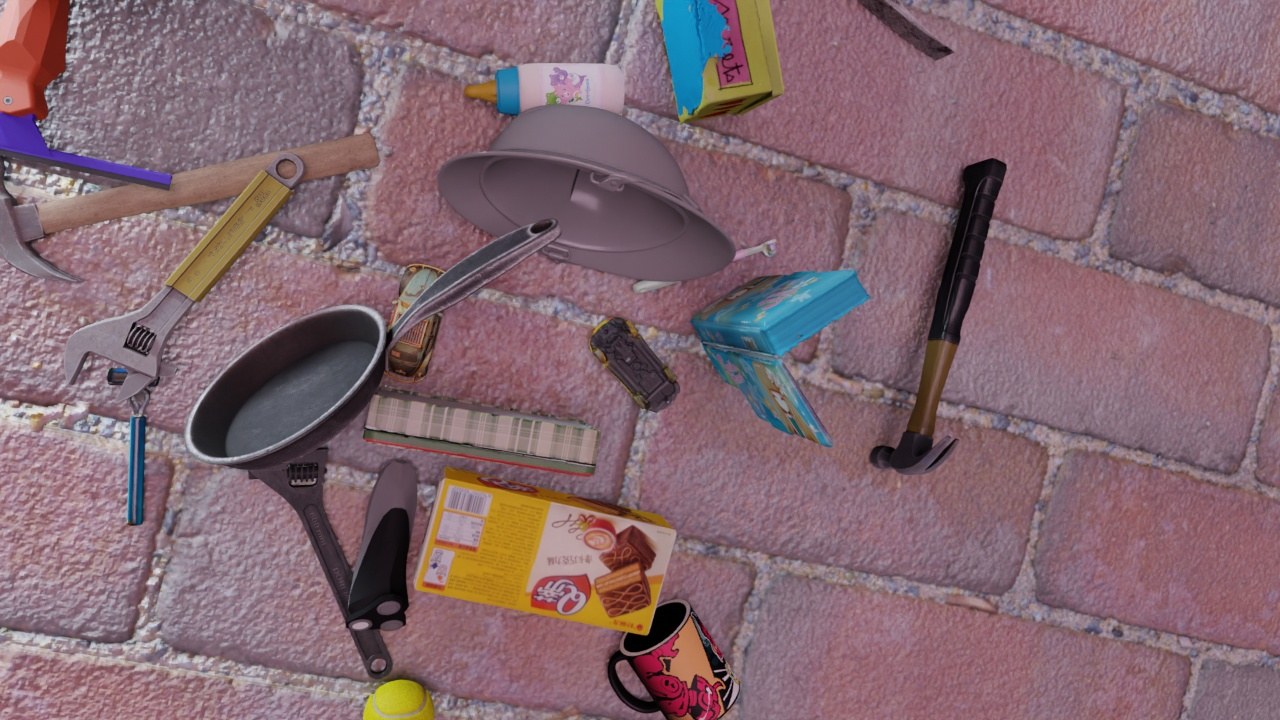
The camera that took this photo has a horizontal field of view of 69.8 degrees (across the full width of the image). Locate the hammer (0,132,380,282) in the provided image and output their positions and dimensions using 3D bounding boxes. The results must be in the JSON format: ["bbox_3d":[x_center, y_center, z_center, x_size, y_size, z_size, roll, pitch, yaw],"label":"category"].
[{"bbox_3d":[-0.399,-0.153,0.811,0.330,0.031,0.119,-15,99,-13],"label":"hammer"}]

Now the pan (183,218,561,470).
[{"bbox_3d":[-0.220,-0.019,0.770,0.357,0.187,0.055,-26,127,1],"label":"pan"}]

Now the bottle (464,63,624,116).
[{"bbox_3d":[-0.089,-0.249,0.850,0.146,0.051,0.051,-3,96,-11],"label":"bottle"}]

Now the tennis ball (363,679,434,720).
[{"bbox_3d":[-0.228,0.336,0.866,0.065,0.065,0.065,-1,95,-12],"label":"tennis ball"}]

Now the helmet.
[{"bbox_3d":[-0.037,-0.170,0.825,0.271,0.184,0.117,15,70,-17],"label":"helmet"}]

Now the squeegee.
[{"bbox_3d":[-0.503,-0.260,0.759,0.249,0.055,0.184,11,81,-9],"label":"squeegee"}]

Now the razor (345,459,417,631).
[{"bbox_3d":[-0.236,0.172,0.856,0.057,0.060,0.156,12,71,-33],"label":"razor"}]

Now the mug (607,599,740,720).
[{"bbox_3d":[0.024,0.310,0.917,0.118,0.081,0.098,-28,101,19],"label":"mug"}]

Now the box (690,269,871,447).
[{"bbox_3d":[0.135,-0.006,0.828,0.098,0.227,0.121,-30,99,-8],"label":"box"}]

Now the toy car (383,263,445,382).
[{"bbox_3d":[-0.208,-0.033,0.846,0.047,0.047,0.112,15,92,-10],"label":"toy car"}]

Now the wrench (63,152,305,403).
[{"bbox_3d":[-0.389,-0.076,0.796,0.083,0.018,0.273,39,86,-11],"label":"wrench"}]

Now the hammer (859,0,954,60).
[{"bbox_3d":[0.307,-0.481,0.921,0.217,0.037,0.300,38,86,-13],"label":"hammer"}]

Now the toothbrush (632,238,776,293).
[{"bbox_3d":[0.065,-0.093,0.915,0.154,0.015,0.022,-18,139,-10],"label":"toothbrush"}]

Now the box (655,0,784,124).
[{"bbox_3d":[0.062,-0.337,0.839,0.081,0.124,0.221,-15,96,-8],"label":"box"}]

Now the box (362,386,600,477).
[{"bbox_3d":[-0.144,0.065,0.834,0.205,0.118,0.049,9,91,-14],"label":"box"}]

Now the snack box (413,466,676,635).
[{"bbox_3d":[-0.092,0.184,0.883,0.230,0.062,0.110,15,91,-13],"label":"snack box"}]

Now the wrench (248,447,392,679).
[{"bbox_3d":[-0.294,0.179,0.861,0.073,0.018,0.273,-23,101,-18],"label":"wrench"}]

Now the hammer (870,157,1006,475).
[{"bbox_3d":[0.314,-0.044,0.933,0.025,0.118,0.333,17,86,-15],"label":"hammer"}]

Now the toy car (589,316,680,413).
[{"bbox_3d":[-0.005,0.005,0.901,0.049,0.030,0.107,-41,99,-7],"label":"toy car"}]

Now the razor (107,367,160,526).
[{"bbox_3d":[-0.450,0.077,0.819,0.042,0.022,0.144,4,99,-9],"label":"razor"}]
